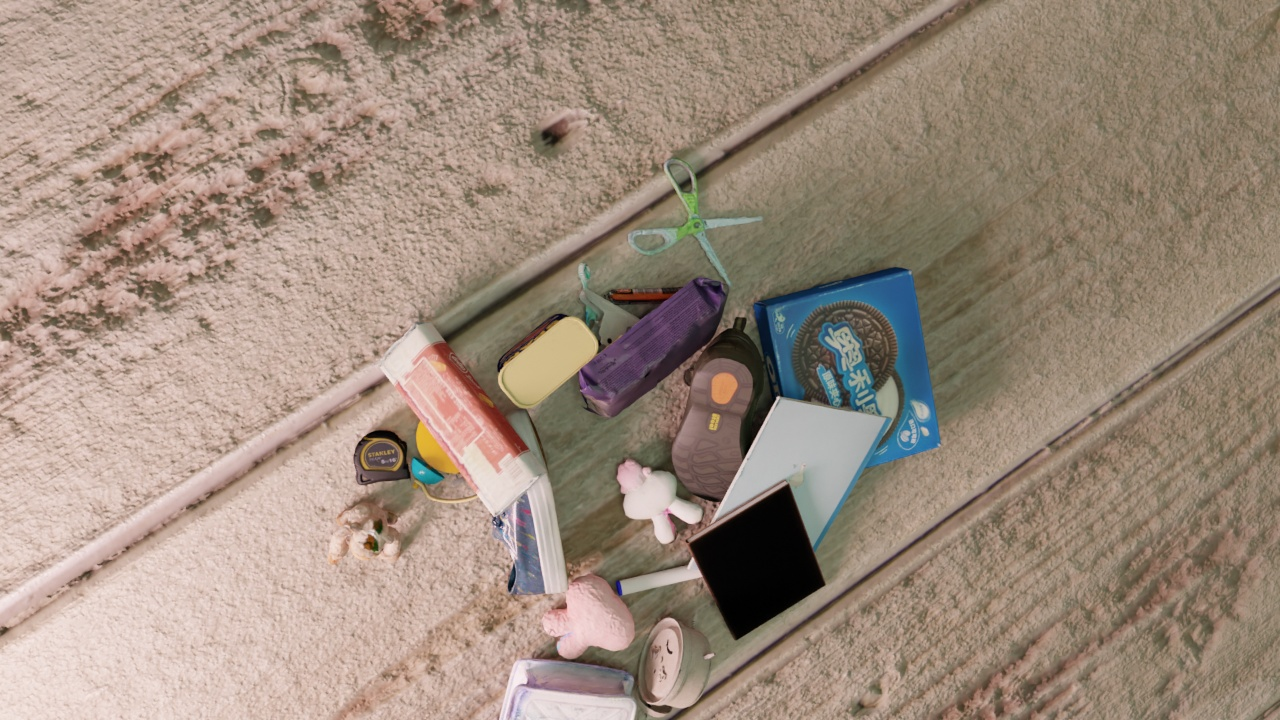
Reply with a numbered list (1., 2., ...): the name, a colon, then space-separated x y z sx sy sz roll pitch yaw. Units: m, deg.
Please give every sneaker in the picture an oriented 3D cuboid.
1. sneaker: -0.141 0.171 1.078 0.079 0.087 0.236 -12 107 -9
2. sneaker: 0.096 0.050 1.112 0.101 0.142 0.238 11 129 7

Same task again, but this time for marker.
1. marker: 0.040 0.274 1.161 0.141 0.020 0.020 -11 100 -11

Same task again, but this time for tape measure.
1. tape measure: -0.299 0.111 1.059 0.061 0.034 0.061 -4 101 -12

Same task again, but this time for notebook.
1. notebook: 0.148 0.253 1.142 0.141 0.008 0.209 -30 127 -6
2. notebook: 0.182 0.162 1.115 0.181 0.009 0.254 12 115 -30

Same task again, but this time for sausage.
1. sausage: 0.032 -0.079 1.111 0.155 0.020 0.020 -4 98 -12

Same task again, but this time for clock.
1. clock: 0.038 0.396 1.142 0.061 0.103 0.157 23 106 -21
2. clock: -0.218 0.102 1.072 0.099 0.044 0.129 -3 91 -12

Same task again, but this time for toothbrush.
1. toothbrush: -0.059 -0.050 1.096 0.022 0.017 0.135 -11 100 -23

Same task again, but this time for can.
1. can: -0.110 -0.003 1.053 0.116 0.092 0.056 -40 104 -5

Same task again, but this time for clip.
1. clip: -0.039 -0.039 1.093 0.101 0.045 0.055 29 78 -25

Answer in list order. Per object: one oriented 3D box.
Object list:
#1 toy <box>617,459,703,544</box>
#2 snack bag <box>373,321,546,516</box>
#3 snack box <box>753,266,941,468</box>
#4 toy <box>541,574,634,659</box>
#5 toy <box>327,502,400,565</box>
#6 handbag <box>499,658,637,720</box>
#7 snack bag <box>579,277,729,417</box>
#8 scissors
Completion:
1. toy: 0.018 0.170 1.132 0.079 0.038 0.122 -38 103 18
2. snack bag: -0.200 0.063 1.020 0.078 0.041 0.225 -43 78 19
3. snack box: 0.262 0.020 1.155 0.195 0.056 0.239 -15 100 -9
4. toy: -0.067 0.321 1.131 0.105 0.053 0.108 -31 103 5
5. toy: -0.302 0.200 1.038 0.085 0.106 0.074 15 73 -21
6. handbag: -0.092 0.439 1.135 0.158 0.069 0.127 10 109 -13
7. snack bag: 0.018 -0.013 1.056 0.205 0.096 0.058 -38 77 -10
8. scissors: 0.063 -0.161 1.112 0.172 0.023 0.171 -31 100 -12
